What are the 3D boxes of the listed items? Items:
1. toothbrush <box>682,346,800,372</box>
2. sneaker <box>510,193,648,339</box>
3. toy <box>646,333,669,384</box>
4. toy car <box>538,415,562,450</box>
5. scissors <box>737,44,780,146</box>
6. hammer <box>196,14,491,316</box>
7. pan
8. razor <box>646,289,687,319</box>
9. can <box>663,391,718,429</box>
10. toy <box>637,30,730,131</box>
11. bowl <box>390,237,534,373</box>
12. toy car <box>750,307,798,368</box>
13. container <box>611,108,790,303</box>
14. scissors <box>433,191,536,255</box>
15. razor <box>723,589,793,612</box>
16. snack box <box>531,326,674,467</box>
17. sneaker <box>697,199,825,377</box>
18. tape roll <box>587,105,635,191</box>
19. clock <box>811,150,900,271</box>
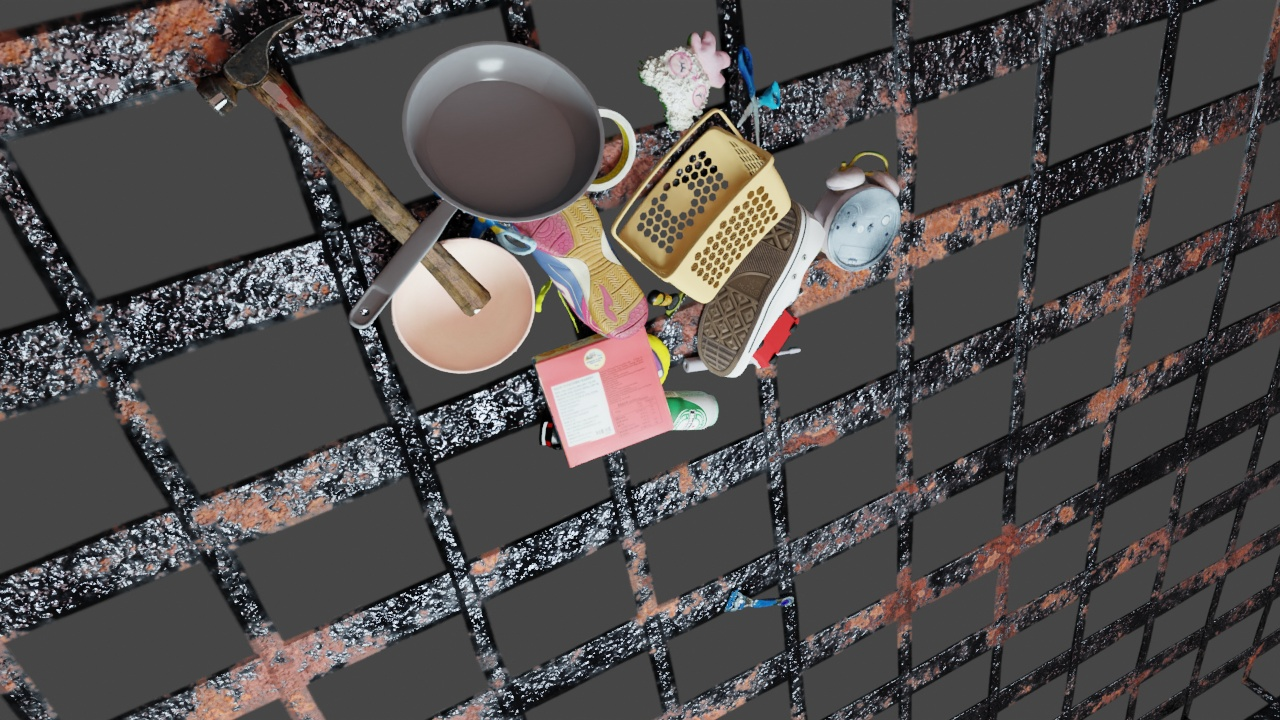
[{"bbox_3d":[0.145,-0.004,1.280,0.187,0.019,0.018,-7,132,-25],"label":"toothbrush"},{"bbox_3d":[-0.090,-0.121,1.060,0.116,0.091,0.242,-40,109,-11],"label":"sneaker"},{"bbox_3d":[-0.007,0.007,1.189,0.095,0.041,0.094,-9,115,-19],"label":"toy"},{"bbox_3d":[-0.088,0.088,1.192,0.091,0.036,0.042,-3,115,-22],"label":"toy car"},{"bbox_3d":[0.129,-0.310,1.072,0.119,0.014,0.129,58,45,-27],"label":"scissors"},{"bbox_3d":[-0.263,-0.176,0.905,0.120,0.033,0.330,-43,113,-2],"label":"hammer"},{"bbox_3d":[-0.174,-0.166,0.896,0.201,0.051,0.355,32,69,-4],"label":"pan"},{"bbox_3d":[0.030,-0.075,1.128,0.044,0.021,0.144,-56,170,8],"label":"razor"},{"bbox_3d":[0.052,0.068,1.247,0.101,0.053,0.053,1,115,-29],"label":"can"},{"bbox_3d":[0.058,-0.326,1.045,0.109,0.041,0.096,-44,127,-8],"label":"toy"},{"bbox_3d":[-0.197,-0.067,1.014,0.153,0.076,0.153,-4,107,-12],"label":"bowl"},{"bbox_3d":[0.183,-0.034,1.271,0.038,0.025,0.089,43,71,-25],"label":"toy car"},{"bbox_3d":[0.062,-0.182,1.067,0.183,0.129,0.167,-49,137,3],"label":"container"},{"bbox_3d":[-0.165,-0.155,0.990,0.130,0.013,0.126,35,142,-5],"label":"scissors"},{"bbox_3d":[0.205,0.403,1.537,0.140,0.018,0.044,7,112,-31],"label":"razor"},{"bbox_3d":[-0.046,0.041,1.143,0.142,0.040,0.145,-20,107,-9],"label":"snack box"},{"bbox_3d":[0.166,-0.089,1.210,0.097,0.091,0.246,11,108,-46],"label":"sneaker"},{"bbox_3d":[-0.051,-0.240,1.043,0.094,0.019,0.094,-13,122,-22],"label":"tape roll"},{"bbox_3d":[0.288,-0.201,1.225,0.116,0.059,0.158,0,116,-30],"label":"clock"}]
